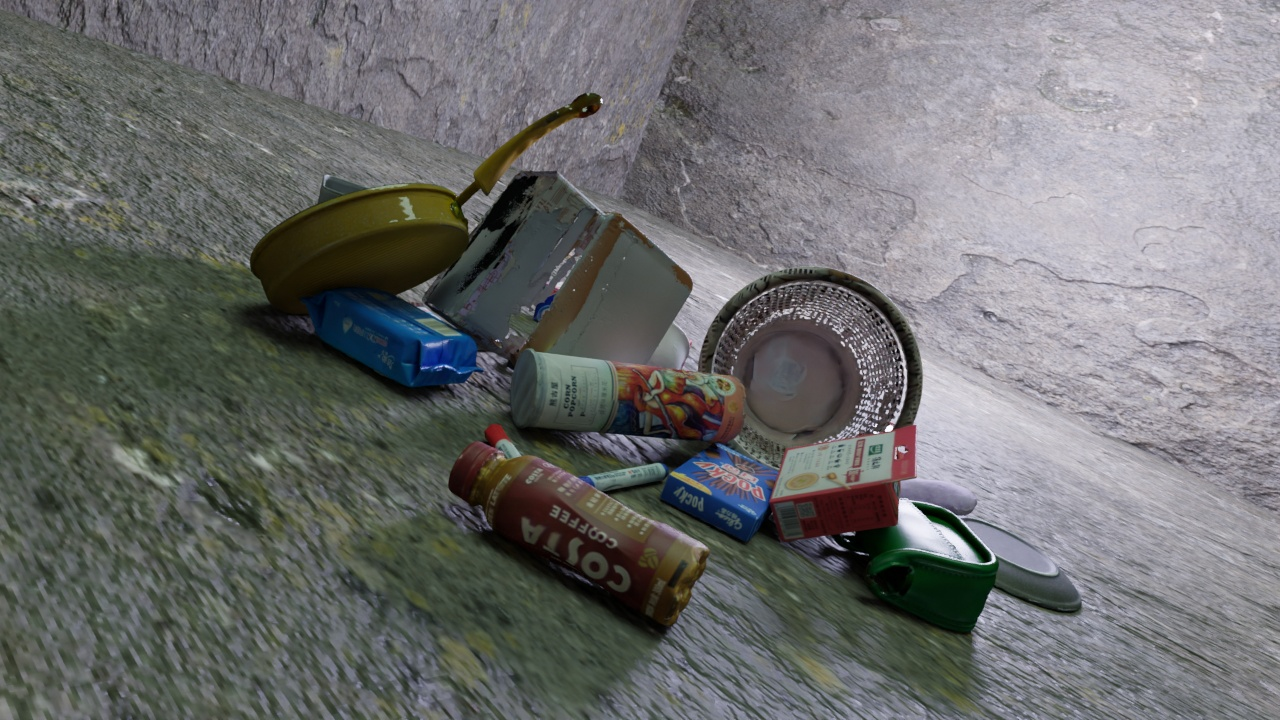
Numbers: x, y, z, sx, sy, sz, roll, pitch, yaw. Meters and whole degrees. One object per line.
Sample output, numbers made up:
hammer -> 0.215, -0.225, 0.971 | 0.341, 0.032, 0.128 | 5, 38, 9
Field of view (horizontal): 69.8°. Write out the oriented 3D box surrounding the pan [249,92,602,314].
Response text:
pan -> -0.188, -0.147, 0.853 | 0.198, 0.357, 0.078 | 70, -3, -83

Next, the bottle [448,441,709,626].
bottle -> -0.044, 0.108, 0.602 | 0.175, 0.057, 0.057 | 25, 14, 15

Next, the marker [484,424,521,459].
marker -> -0.090, 0.087, 0.702 | 0.017, 0.017, 0.145 | 13, 16, -33

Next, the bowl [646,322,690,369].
bowl -> -0.006, 0.006, 1.027 | 0.118, 0.119, 0.064 | 19, 53, -14

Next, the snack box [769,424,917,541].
snack box -> 0.188, 0.109, 0.820 | 0.127, 0.044, 0.113 | -13, 15, 21

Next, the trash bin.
trash bin -> 0.178, 0.021, 1.020 | 0.227, 0.227, 0.192 | 23, -1, 6

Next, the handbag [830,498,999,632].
handbag -> 0.235, 0.172, 0.799 | 0.120, 0.068, 0.131 | 12, 16, -7

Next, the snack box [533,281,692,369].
snack box -> -0.038, -0.041, 1.209 | 0.207, 0.057, 0.058 | 26, 16, 15

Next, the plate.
plate -> 0.387, 0.206, 0.982 | 0.179, 0.024, 0.179 | 21, 13, -5

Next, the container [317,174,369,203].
container -> -0.308, -0.124, 0.976 | 0.090, 0.114, 0.090 | 17, 14, -22

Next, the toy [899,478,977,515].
toy -> 0.315, 0.152, 1.015 | 0.108, 0.039, 0.083 | 5, 10, 20

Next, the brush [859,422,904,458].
brush -> 0.276, 0.108, 1.090 | 0.063, 0.069, 0.145 | 28, 14, 27

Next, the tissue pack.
tissue pack -> -0.226, -0.021, 0.837 | 0.157, 0.052, 0.094 | 27, 12, 21

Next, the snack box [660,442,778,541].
snack box -> 0.082, 0.116, 0.840 | 0.084, 0.026, 0.157 | 25, 13, 16

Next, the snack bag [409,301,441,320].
snack bag -> -0.220, -0.034, 0.958 | 0.048, 0.026, 0.104 | -5, 29, -45

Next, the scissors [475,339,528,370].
scissors -> -0.134, -0.015, 1.045 | 0.170, 0.014, 0.159 | 16, 15, -27

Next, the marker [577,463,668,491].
marker -> -0.019, 0.099, 0.768 | 0.017, 0.017, 0.145 | 30, 15, 29

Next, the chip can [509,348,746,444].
chip can -> -0.009, 0.037, 0.857 | 0.214, 0.071, 0.071 | 7, 18, -26

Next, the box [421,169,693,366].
box -> -0.078, -0.067, 0.930 | 0.192, 0.183, 0.157 | 39, -7, -29
